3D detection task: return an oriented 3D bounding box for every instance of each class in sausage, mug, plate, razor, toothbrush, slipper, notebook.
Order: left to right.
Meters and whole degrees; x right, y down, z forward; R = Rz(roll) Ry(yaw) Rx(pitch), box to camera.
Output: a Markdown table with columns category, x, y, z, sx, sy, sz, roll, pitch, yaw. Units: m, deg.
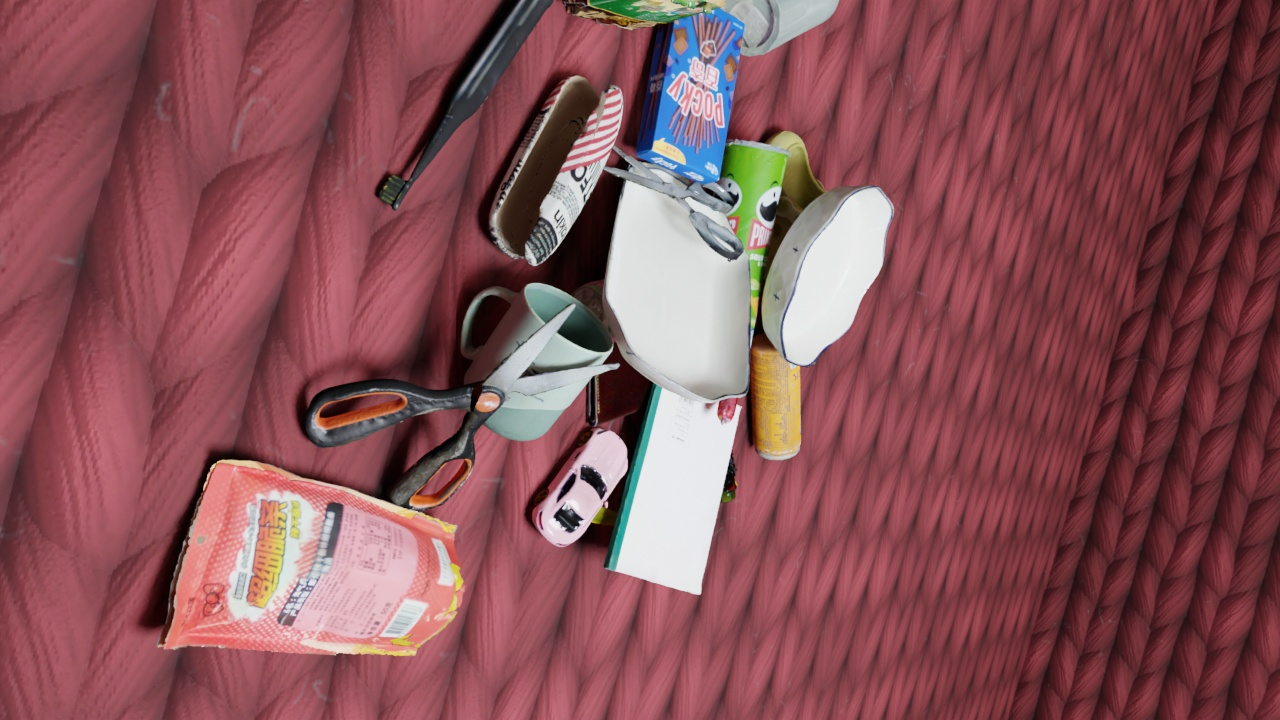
| category | x | y | z | sx | sy | sz | roll | pitch | yaw |
| --- | --- | --- | --- | --- | --- | --- | --- | --- | --- |
| toothbrush | -0.128 | -0.198 | 0.679 | 0.027 | 0.026 | 0.212 | 34 | 75 | -14 |
| mug | -0.096 | -0.004 | 0.731 | 0.106 | 0.112 | 0.082 | -51 | -179 | 23 |
| razor | -0.032 | 0.156 | 0.921 | 0.132 | 0.028 | 0.043 | 27 | 85 | -49 |
| plate | 0.030 | -0.069 | 0.809 | 0.162 | 0.034 | 0.265 | 33 | 41 | -26 |
| notebook | 0.039 | 0.124 | 0.940 | 0.150 | 0.012 | 0.209 | 29 | 71 | -45 |
| sausage | 0.101 | 0.019 | 0.994 | 0.155 | 0.020 | 0.020 | -68 | 150 | -52 |
| mug | 0.122 | -0.367 | 0.887 | 0.103 | 0.084 | 0.124 | -40 | 104 | -34 |
| slipper | 0.177 | -0.158 | 1.017 | 0.091 | 0.082 | 0.191 | -33 | 124 | -37 |
| plate | 0.195 | -0.093 | 0.972 | 0.204 | 0.045 | 0.205 | -37 | 145 | -33 |

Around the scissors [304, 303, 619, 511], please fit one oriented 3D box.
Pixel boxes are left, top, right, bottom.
| category | x | y | z | sx | sy | sz | roll | pitch | yaw |
| --- | --- | --- | --- | --- | --- | --- | --- | --- | --- |
| scissors | -0.135 | 0.037 | 0.671 | 0.223 | 0.021 | 0.221 | 11 | 126 | -28 |

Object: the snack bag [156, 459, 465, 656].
| category | x | y | z | sx | sy | sz | roll | pitch | yaw |
| --- | --- | --- | --- | --- | --- | --- | --- | --- | --- |
| snack bag | -0.226 | 0.151 | 0.660 | 0.207 | 0.073 | 0.128 | 26 | 78 | -46 |

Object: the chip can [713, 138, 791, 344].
| category | x | y | z | sx | sy | sz | roll | pitch | yaw |
| --- | --- | --- | --- | --- | --- | --- | --- | --- | --- |
| chip can | 0.097 | -0.103 | 0.945 | 0.072 | 0.072 | 0.236 | 0 | 103 | -50 |

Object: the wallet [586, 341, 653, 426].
| category | x | y | z | sx | sy | sz | roll | pitch | yaw |
| --- | --- | --- | --- | --- | --- | --- | --- | --- | --- |
| wallet | -0.005 | 0.005 | 0.903 | 0.122 | 0.020 | 0.096 | -17 | 112 | -46 |

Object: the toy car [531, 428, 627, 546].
| category | x | y | z | sx | sy | sz | roll | pitch | yaw |
| --- | --- | --- | --- | --- | --- | --- | --- | --- | --- |
| toy car | -0.053 | 0.118 | 0.860 | 0.056 | 0.037 | 0.122 | 49 | 62 | -25 |

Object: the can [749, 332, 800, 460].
| category | x | y | z | sx | sy | sz | roll | pitch | yaw |
| --- | --- | --- | --- | --- | --- | --- | --- | --- | --- |
| can | 0.159 | 0.042 | 1.082 | 0.058 | 0.058 | 0.146 | -30 | 125 | -41 |

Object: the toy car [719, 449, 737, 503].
| category | x | y | z | sx | sy | sz | roll | pitch | yaw |
| --- | --- | --- | --- | --- | --- | --- | --- | --- | --- |
| toy car | 0.056 | 0.136 | 1.000 | 0.155 | 0.041 | 0.071 | -27 | 112 | -46 |

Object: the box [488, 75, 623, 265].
| category | x | y | z | sx | sy | sz | roll | pitch | yaw |
| --- | --- | --- | --- | --- | --- | --- | --- | --- | --- |
| box | -0.074 | -0.157 | 0.751 | 0.074 | 0.079 | 0.163 | 69 | 44 | -74 |

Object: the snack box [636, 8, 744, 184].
| category | x | y | z | sx | sy | sz | roll | pitch | yaw |
| --- | --- | --- | --- | --- | --- | --- | --- | --- | --- |
| snack box | 0.047 | -0.250 | 0.839 | 0.084 | 0.026 | 0.157 | 14 | 83 | -39 |

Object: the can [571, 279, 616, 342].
| category | x | y | z | sx | sy | sz | roll | pitch | yaw |
| --- | --- | --- | --- | --- | --- | --- | --- | --- | --- |
| can | 0.002 | -0.054 | 0.859 | 0.147 | 0.058 | 0.058 | -17 | 116 | -46 |

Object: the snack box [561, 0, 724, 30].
| category | x | y | z | sx | sy | sz | roll | pitch | yaw |
| --- | --- | --- | --- | --- | --- | --- | --- | --- | --- |
| snack box | 0.010 | -0.330 | 0.732 | 0.118 | 0.106 | 0.117 | -11 | 111 | -49 |

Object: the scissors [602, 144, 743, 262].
| category | x | y | z | sx | sy | sz | roll | pitch | yaw |
| --- | --- | --- | --- | --- | --- | --- | --- | --- | --- |
| scissors | 0.033 | -0.152 | 0.842 | 0.159 | 0.014 | 0.171 | 53 | 37 | 3 |
